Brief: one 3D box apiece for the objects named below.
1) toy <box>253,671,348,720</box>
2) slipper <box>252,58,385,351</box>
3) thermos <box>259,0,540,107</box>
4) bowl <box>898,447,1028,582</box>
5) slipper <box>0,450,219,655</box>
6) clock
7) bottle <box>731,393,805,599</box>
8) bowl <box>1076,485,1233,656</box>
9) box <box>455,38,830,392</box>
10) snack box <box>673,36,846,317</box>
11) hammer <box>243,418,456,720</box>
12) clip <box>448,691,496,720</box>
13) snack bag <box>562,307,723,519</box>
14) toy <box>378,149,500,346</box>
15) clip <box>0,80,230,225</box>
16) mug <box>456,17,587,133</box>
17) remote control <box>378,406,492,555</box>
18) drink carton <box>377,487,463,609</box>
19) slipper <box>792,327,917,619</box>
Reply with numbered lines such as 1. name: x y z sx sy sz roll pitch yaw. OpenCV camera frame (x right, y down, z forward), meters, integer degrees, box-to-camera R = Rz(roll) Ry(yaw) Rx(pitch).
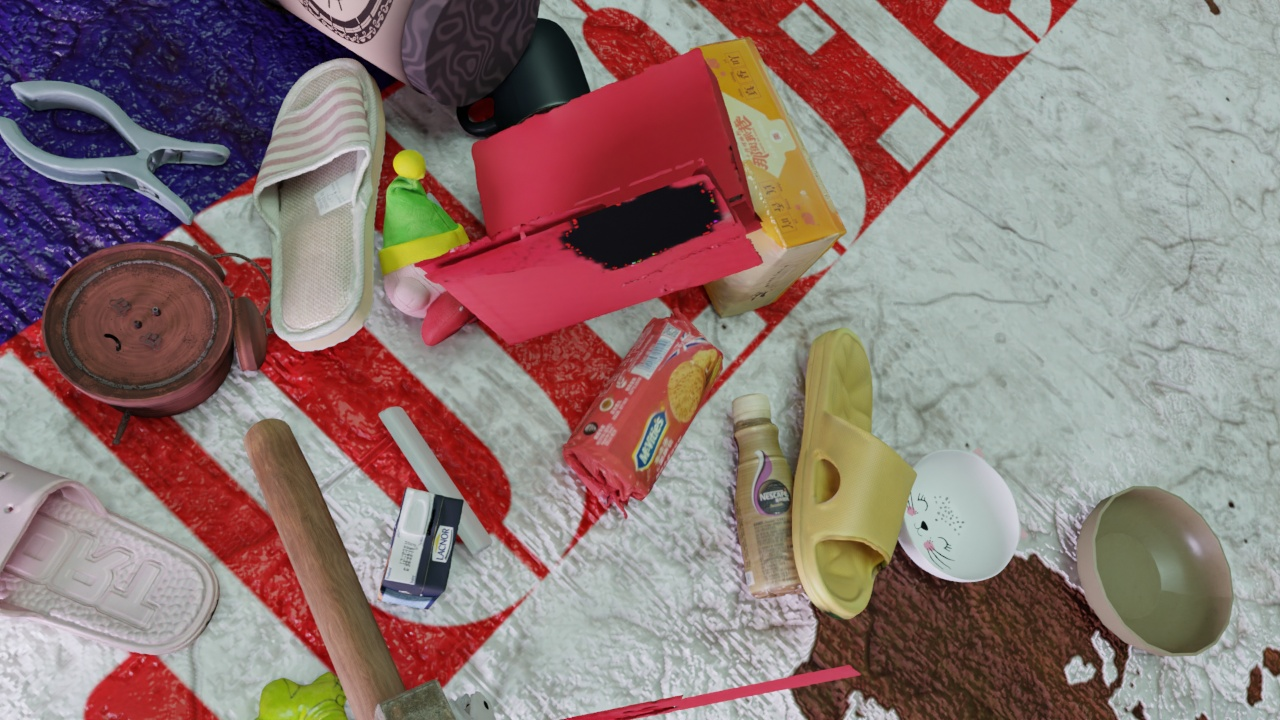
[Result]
1. toy: -0.217 0.259 0.620 0.094 0.036 0.093 1 62 -18
2. slipper: -0.249 -0.134 0.710 0.115 0.052 0.262 -15 64 16
3. thermos: -0.207 -0.322 0.743 0.226 0.173 0.172 38 63 14
4. bowl: 0.267 0.139 0.805 0.114 0.051 0.114 6 69 -15
5. slipper: -0.397 0.121 0.599 0.239 0.065 0.094 27 65 -8
6. clock: -0.342 -0.025 0.666 0.120 0.072 0.157 47 65 4
7. bottle: 0.105 0.110 0.761 0.059 0.060 0.166 -3 70 -18
8. bowl: 0.462 0.195 0.844 0.152 0.051 0.152 6 69 -15
9. box: 0.022 -0.100 0.819 0.217 0.351 0.197 -18 73 19
10. snack box: 0.077 -0.154 0.803 0.080 0.145 0.195 -18 76 -23
11. hammer: -0.202 0.158 0.606 0.037 0.158 0.300 -16 54 -31
12. clip: -0.113 0.259 0.636 0.056 0.056 0.102 -50 123 -38
13. snack bag: 0.002 0.038 0.750 0.082 0.082 0.176 35 63 -2
14. toy: -0.161 -0.091 0.727 0.131 0.097 0.124 50 29 -1
15. clip: -0.422 -0.151 0.715 0.163 0.028 0.112 18 67 -9
16. mug: -0.107 -0.238 0.821 0.122 0.085 0.094 -20 75 7
17. remote control: -0.155 0.090 0.701 0.012 0.033 0.131 -36 83 4
18. drink carton: -0.153 0.133 0.632 0.040 0.130 0.064 13 67 -13
19. slipper: 0.184 0.084 0.758 0.099 0.079 0.262 40 45 -40
